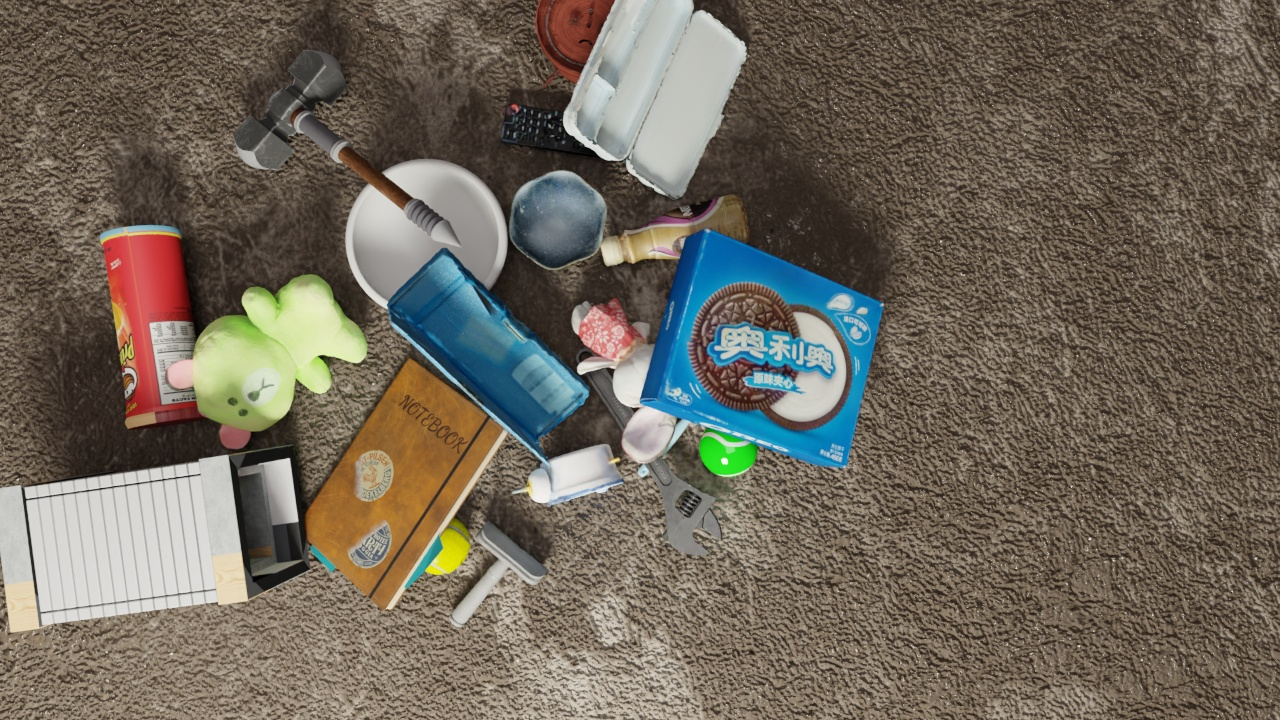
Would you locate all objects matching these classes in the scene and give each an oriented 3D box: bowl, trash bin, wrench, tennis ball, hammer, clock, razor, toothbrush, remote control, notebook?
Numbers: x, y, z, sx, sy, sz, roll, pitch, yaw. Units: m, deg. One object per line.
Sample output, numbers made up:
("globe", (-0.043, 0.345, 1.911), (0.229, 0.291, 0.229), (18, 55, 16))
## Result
("bowl", (-0.235, -0.132, 1.032), (0.176, 0.066, 0.176), (0, 88, -1))
("trash bin", (-0.507, 0.182, 0.968), (0.247, 0.142, 0.142), (-8, 88, 4))
("wrench", (0.005, 0.101, 1.041), (0.073, 0.018, 0.273), (-33, 82, -1))
("bowl", (-0.092, -0.155, 1.041), (0.110, 0.055, 0.110), (0, 88, -1))
("tennis ball", (-0.223, 0.205, 1.023), (0.065, 0.065, 0.065), (0, 88, -1))
("hammer", (-0.298, -0.207, 0.985), (0.322, 0.043, 0.156), (38, 88, 23))
("clock", (-0.081, 0.132, 1.017), (0.125, 0.089, 0.052), (-16, 83, -4))
("razor", (-0.175, 0.254, 1.038), (0.088, 0.047, 0.116), (39, 96, 0))
("toothbrush", (0.049, 0.073, 1.058), (0.022, 0.016, 0.155), (41, 89, -10))
("remote control", (-0.084, -0.262, 1.062), (0.150, 0.022, 0.047), (10, 89, 1))
("notebook", (-0.265, 0.143, 1.012), (0.178, 0.014, 0.249), (32, 88, 27))
("tennis ball", (0.099, 0.098, 1.033), (0.065, 0.065, 0.065), (0, 88, -1))
("clock", (-0.054, -0.386, 1.040), (0.120, 0.072, 0.157), (10, 89, -1))

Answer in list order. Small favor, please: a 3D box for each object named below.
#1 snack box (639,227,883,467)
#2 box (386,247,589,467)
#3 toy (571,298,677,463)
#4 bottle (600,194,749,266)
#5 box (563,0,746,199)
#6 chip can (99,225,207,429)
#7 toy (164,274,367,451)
("snack box", (0.136, -0.009, 0.995), (0.238, 0.056, 0.195), (20, 78, -18))
("box", (-0.155, 0.002, 0.967), (0.094, 0.111, 0.231), (-41, 112, 5))
("toy", (-0.006, 0.006, 1.017), (0.194, 0.084, 0.158), (42, 63, 11))
("bottle", (0.037, -0.142, 1.042), (0.166, 0.059, 0.059), (-14, 89, 0))
("box", (0.020, -0.307, 1.017), (0.191, 0.045, 0.209), (23, 89, -40))
("chip can", (-0.536, -0.035, 1.015), (0.087, 0.087, 0.213), (-10, 88, -2))
("toy", (-0.408, -0.009, 1.008), (0.196, 0.107, 0.150), (-29, 132, -4))
